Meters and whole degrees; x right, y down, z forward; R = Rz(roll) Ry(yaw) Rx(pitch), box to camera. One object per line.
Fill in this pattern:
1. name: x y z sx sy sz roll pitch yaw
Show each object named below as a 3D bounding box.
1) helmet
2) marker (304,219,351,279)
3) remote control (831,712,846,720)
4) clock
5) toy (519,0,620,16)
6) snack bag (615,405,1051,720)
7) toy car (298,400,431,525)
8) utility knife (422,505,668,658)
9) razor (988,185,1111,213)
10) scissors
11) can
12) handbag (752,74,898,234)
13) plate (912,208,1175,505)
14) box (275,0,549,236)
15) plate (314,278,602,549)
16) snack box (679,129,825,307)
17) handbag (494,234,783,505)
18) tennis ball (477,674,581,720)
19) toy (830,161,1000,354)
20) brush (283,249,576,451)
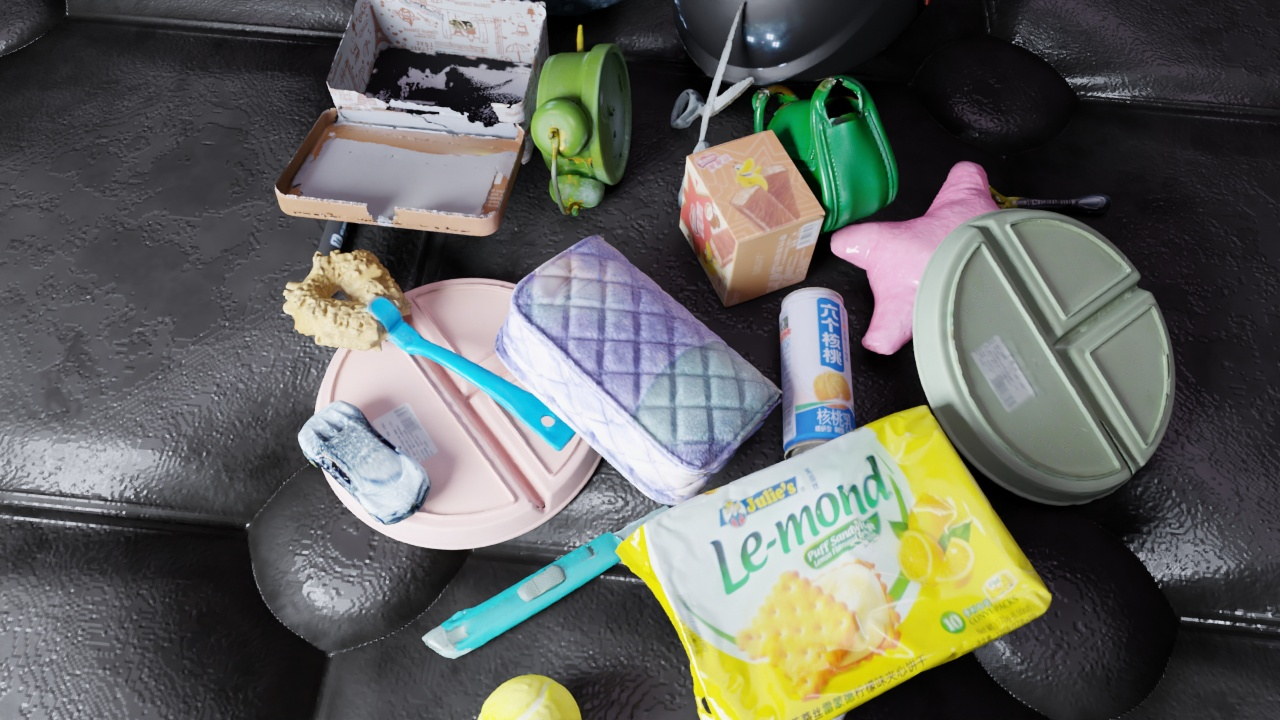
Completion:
1. helmet: 0.149 -0.365 0.815 0.273 0.231 0.233 -22 54 -39
2. marker: -0.261 -0.101 0.776 0.022 0.020 0.131 -4 60 22
3. remote control: 0.137 0.181 0.624 0.058 0.021 0.149 31 65 16
4. clock: -0.050 -0.196 0.779 0.056 0.116 0.160 3 57 13
5. toy: -0.100 -0.400 0.906 0.356 0.092 0.137 4 49 -1
6. snack bag: 0.126 0.140 0.594 0.246 0.068 0.158 -21 63 -12
7. toy car: -0.194 0.070 0.643 0.105 0.031 0.048 37 68 17
8. utility knife: -0.060 0.152 0.641 0.192 0.013 0.029 -28 65 -16
9. razor: 0.343 -0.138 0.806 0.142 0.022 0.042 0 87 -5
10. scissors: 0.057 -0.207 0.773 0.014 0.177 0.159 6 89 -17
11. can: 0.134 0.013 0.699 0.053 0.053 0.134 3 61 0
12. handbag: 0.143 -0.169 0.751 0.068 0.131 0.120 -24 108 -11
13. plate: 0.307 -0.009 0.682 0.230 0.028 0.230 5 75 -17
14. box: -0.184 -0.203 0.793 0.178 0.088 0.261 6 61 2
15. plate: -0.135 0.030 0.700 0.229 0.028 0.229 0 62 -1
16. snack box: 0.087 -0.114 0.746 0.077 0.093 0.094 -20 64 -12
17. handbag: -0.004 0.004 0.668 0.194 0.076 0.133 43 49 8
18. tennis ball: -0.069 0.229 0.568 0.065 0.066 0.065 0 61 -1
19. toy: 0.251 -0.064 0.734 0.194 0.075 0.178 -31 68 -13
20. brush: -0.156 -0.008 0.678 0.255 0.046 0.083 30 57 15
